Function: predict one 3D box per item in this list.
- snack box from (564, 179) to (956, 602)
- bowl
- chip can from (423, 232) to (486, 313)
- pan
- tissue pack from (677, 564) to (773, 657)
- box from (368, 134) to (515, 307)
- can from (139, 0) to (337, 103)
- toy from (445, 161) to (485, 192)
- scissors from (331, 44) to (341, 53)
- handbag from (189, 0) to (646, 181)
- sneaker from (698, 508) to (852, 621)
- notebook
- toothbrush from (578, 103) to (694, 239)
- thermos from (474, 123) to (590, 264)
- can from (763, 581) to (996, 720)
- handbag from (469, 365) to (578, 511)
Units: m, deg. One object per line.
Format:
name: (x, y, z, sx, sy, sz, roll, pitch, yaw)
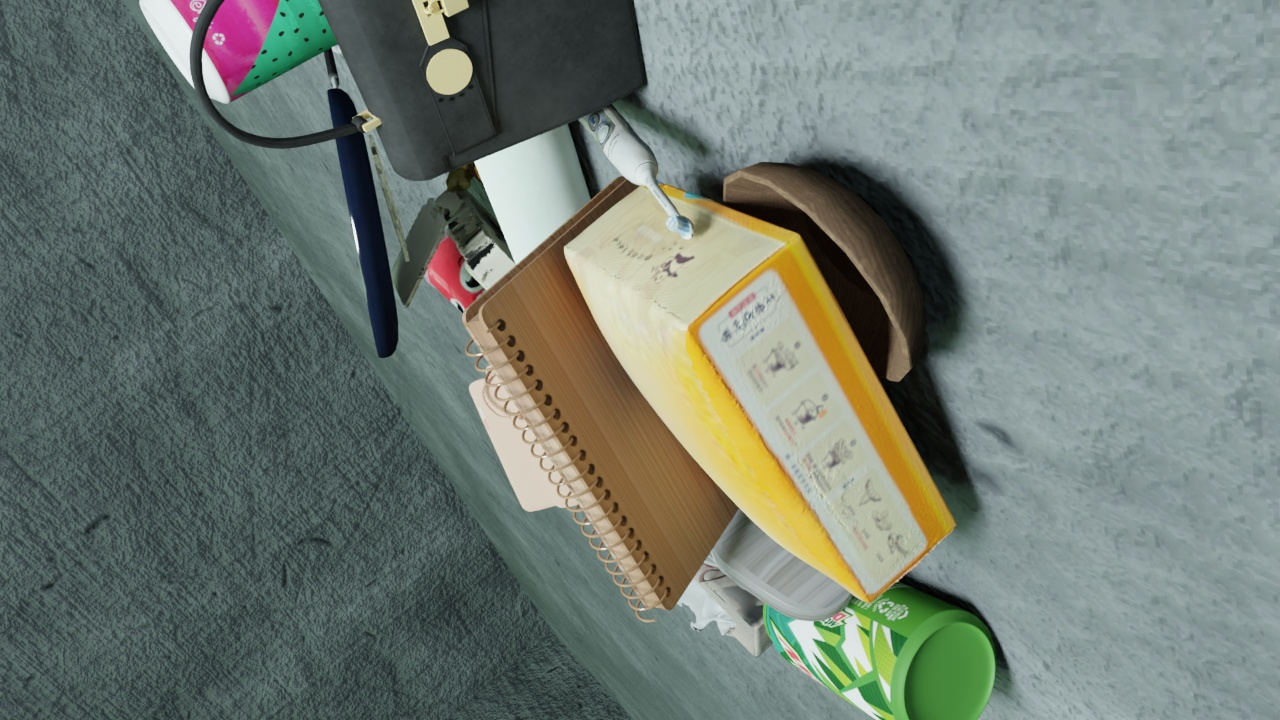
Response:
snack box: (0.053, 0.017, 0.467, 0.195, 0.080, 0.145, 54, 172, -31)
bowl: (0.086, -0.044, 0.404, 0.118, 0.030, 0.118, 49, 174, 7)
chip can: (-0.106, -0.033, 0.841, 0.233, 0.073, 0.073, 42, 159, 29)
pan: (-0.226, -0.172, 0.712, 0.199, 0.021, 0.356, 114, 142, -65)
tissue pack: (0.059, 0.216, 0.915, 0.181, 0.071, 0.104, 38, 156, 29)
box: (-0.170, -0.090, 0.728, 0.194, 0.101, 0.143, 47, -176, -37)
can: (-0.246, -0.252, 0.631, 0.088, 0.165, 0.088, 46, 161, 21)
toy: (-0.118, -0.149, 0.688, 0.100, 0.062, 0.076, 31, 175, 27)
scissors: (-0.278, -0.306, 0.856, 0.172, 0.014, 0.159, 53, 161, -11)
handbag: (-0.107, -0.164, 0.407, 0.072, 0.195, 0.176, 40, 158, 34)
sneaker: (0.071, 0.115, 0.654, 0.236, 0.099, 0.089, 42, 159, 49)
notebook: (0.000, 0.019, 0.536, 0.022, 0.168, 0.210, -7, 121, 43)
toothbrush: (-0.008, -0.106, 0.465, 0.024, 0.022, 0.185, 19, -153, -34)
thermos: (-0.072, -0.124, 0.603, 0.068, 0.067, 0.230, 38, 157, 37)
can: (0.149, 0.181, 0.598, 0.083, 0.083, 0.144, 59, 161, -18)
handbag: (-0.080, 0.037, 0.961, 0.186, 0.117, 0.199, -60, -50, -66)
